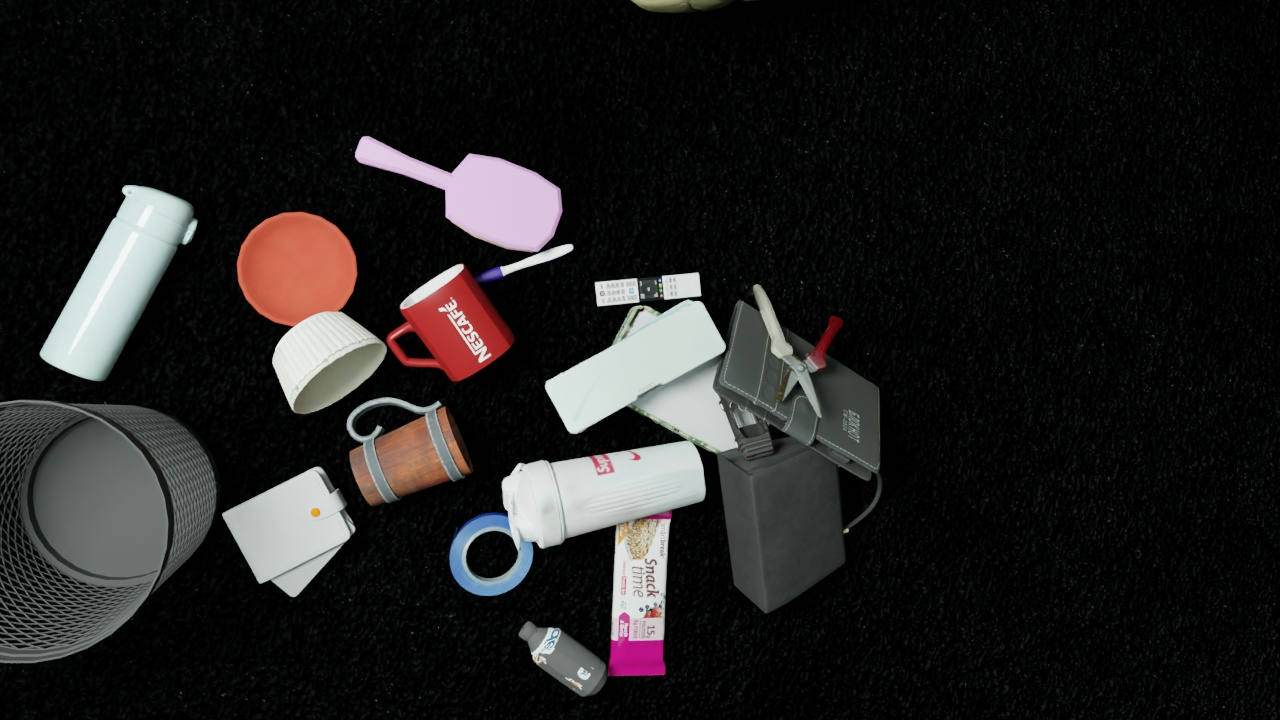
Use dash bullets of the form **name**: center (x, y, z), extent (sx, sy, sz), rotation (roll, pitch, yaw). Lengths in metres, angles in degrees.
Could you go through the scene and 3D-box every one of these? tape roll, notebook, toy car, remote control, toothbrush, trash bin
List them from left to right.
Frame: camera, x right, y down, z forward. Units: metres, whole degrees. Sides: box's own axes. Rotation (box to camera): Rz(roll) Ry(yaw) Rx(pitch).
- **trash bin**: center (-0.528, 0.141, 0.870), extent (0.217, 0.227, 0.217), rotation (0, 90, -10)
- **tape roll**: center (-0.169, 0.220, 1.042), extent (0.093, 0.016, 0.091), rotation (6, 89, -10)
- **toothbrush**: center (-0.163, -0.099, 1.042), extent (0.186, 0.016, 0.015), rotation (-21, 96, -10)
- **remote control**: center (0.009, -0.083, 1.075), extent (0.124, 0.012, 0.028), rotation (-6, 91, -10)
- **toy car**: center (0.118, 0.064, 1.021), extent (0.040, 0.037, 0.092), rotation (-15, 62, -8)
- **notebook**: center (0.185, 0.032, 1.049), extent (0.209, 0.169, 0.030), rotation (29, 128, -7)

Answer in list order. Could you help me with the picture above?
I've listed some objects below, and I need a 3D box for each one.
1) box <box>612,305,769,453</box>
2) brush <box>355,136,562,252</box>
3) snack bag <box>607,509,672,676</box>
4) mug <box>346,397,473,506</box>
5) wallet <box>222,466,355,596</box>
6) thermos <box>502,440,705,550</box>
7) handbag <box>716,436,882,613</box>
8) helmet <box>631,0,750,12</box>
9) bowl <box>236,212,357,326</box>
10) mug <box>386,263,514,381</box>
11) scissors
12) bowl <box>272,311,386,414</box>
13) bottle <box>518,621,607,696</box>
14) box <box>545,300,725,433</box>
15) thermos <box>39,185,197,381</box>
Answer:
- **box**: center (0.057, 0.030, 1.067), extent (0.205, 0.050, 0.117), rotation (27, 88, -9)
- **brush**: center (-0.201, -0.191, 1.020), extent (0.228, 0.043, 0.089), rotation (20, 87, -10)
- **snack bag**: center (0.000, 0.270, 1.073), extent (0.070, 0.016, 0.196), rotation (3, 90, -12)
- **mug**: center (-0.256, 0.091, 1.001), extent (0.111, 0.081, 0.117), rotation (-22, 76, -6)
- **wallet**: center (-0.371, 0.190, 0.996), extent (0.118, 0.037, 0.115), rotation (-27, 95, -6)
- **thermos**: center (-0.042, 0.146, 1.032), extent (0.220, 0.099, 0.099), rotation (-10, 92, -15)
- **handbag**: center (0.201, 0.169, 1.070), extent (0.195, 0.072, 0.176), rotation (-17, 111, -21)
- **helmet**: center (0.057, -0.473, 0.947), extent (0.232, 0.256, 0.250), rotation (-30, 94, -12)
- **bowl**: center (-0.369, -0.097, 0.995), extent (0.122, 0.035, 0.122), rotation (0, 90, -10)
- **mug**: center (-0.211, -0.032, 0.993), extent (0.116, 0.080, 0.096), rotation (-34, 110, -2)
- **scissors**: center (0.178, -0.020, 1.056), extent (0.198, 0.015, 0.179), rotation (-25, 64, -42)
- **bowl**: center (-0.334, -0.004, 0.969), extent (0.115, 0.115, 0.062), rotation (-39, 82, -8)
- **bottle**: center (-0.089, 0.336, 1.042), extent (0.112, 0.047, 0.047), rotation (38, 84, -8)
- **box**: center (-0.007, 0.005, 1.007), extent (0.199, 0.067, 0.083), rotation (-30, 116, -6)
- **thermos**: center (-0.538, -0.083, 0.950), extent (0.078, 0.065, 0.206), rotation (30, 85, -32)
